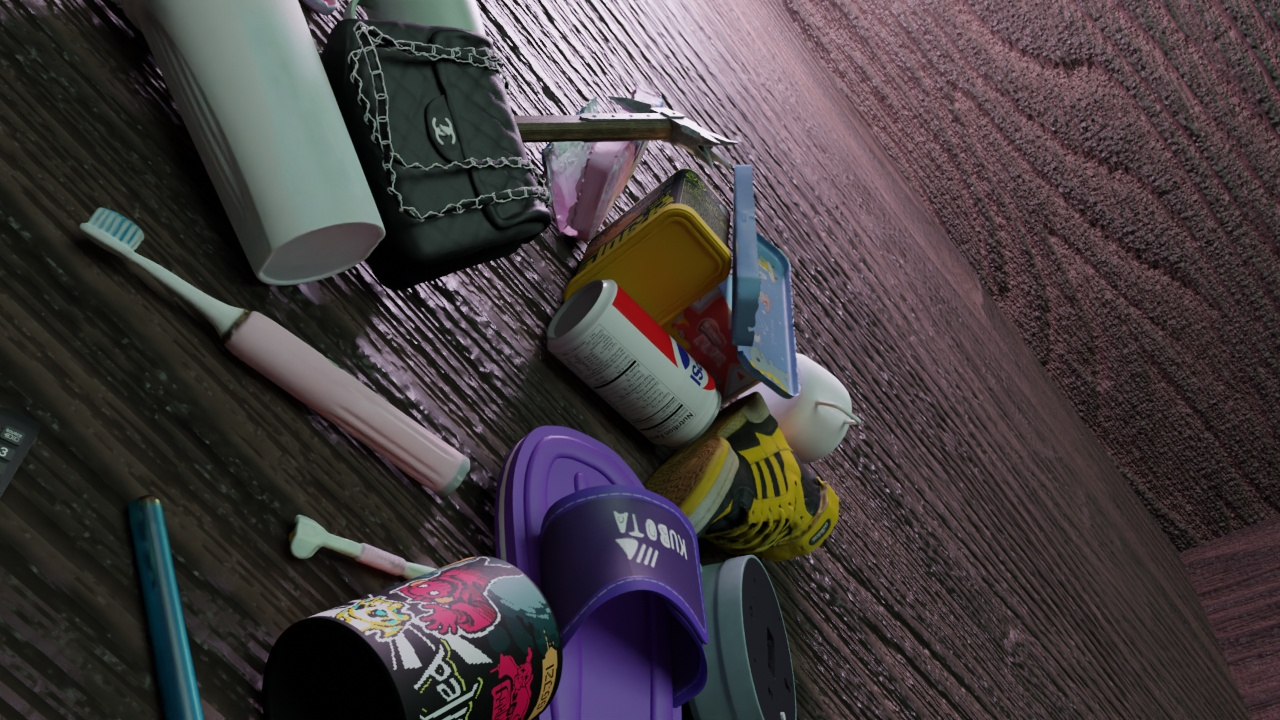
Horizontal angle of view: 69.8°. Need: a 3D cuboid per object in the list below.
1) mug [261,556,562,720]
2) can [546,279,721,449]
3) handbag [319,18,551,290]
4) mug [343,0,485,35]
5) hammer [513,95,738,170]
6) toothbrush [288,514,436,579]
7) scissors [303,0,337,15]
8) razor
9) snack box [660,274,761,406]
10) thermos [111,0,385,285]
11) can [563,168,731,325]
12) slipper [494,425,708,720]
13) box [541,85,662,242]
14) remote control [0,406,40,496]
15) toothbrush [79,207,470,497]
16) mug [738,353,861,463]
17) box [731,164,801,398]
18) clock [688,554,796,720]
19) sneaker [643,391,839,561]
[{"bbox_3d":[-0.094,0.155,0.396,0.098,0.082,0.118,-7,94,-60],"label":"mug"},{"bbox_3d":[-0.004,0.004,0.697,0.132,0.070,0.070,43,30,-23],"label":"can"},{"bbox_3d":[-0.118,-0.138,0.566,0.124,0.115,0.153,-18,84,-35],"label":"handbag"},{"bbox_3d":[-0.168,-0.239,0.691,0.111,0.084,0.104,-22,93,-45],"label":"mug"},{"bbox_3d":[-0.084,-0.180,0.709,0.316,0.028,0.147,-13,39,-41],"label":"hammer"},{"bbox_3d":[-0.110,0.112,0.471,0.154,0.015,0.022,33,37,-38],"label":"toothbrush"},{"bbox_3d":[-0.246,-0.324,0.727,0.176,0.013,0.170,12,48,-51],"label":"scissors"},{"bbox_3d":[-0.179,0.118,0.352,0.042,0.022,0.143,-14,63,-23],"label":"razor"},{"bbox_3d":[0.064,-0.012,0.798,0.093,0.095,0.079,61,28,7],"label":"snack box"},{"bbox_3d":[-0.219,-0.154,0.506,0.099,0.100,0.220,-9,72,-60],"label":"thermos"},{"bbox_3d":[0.009,-0.085,0.752,0.072,0.131,0.100,46,27,-19],"label":"can"},{"bbox_3d":[-0.008,0.147,0.471,0.107,0.084,0.266,17,53,-32],"label":"slipper"},{"bbox_3d":[-0.040,-0.194,0.855,0.071,0.085,0.229,24,32,-1],"label":"box"},{"bbox_3d":[-0.246,0.065,0.302,0.033,0.015,0.146,38,33,-32],"label":"remote control"},{"bbox_3d":[-0.178,0.001,0.468,0.222,0.027,0.026,42,59,-26],"label":"toothbrush"},{"bbox_3d":[0.150,0.045,0.856,0.068,0.116,0.094,32,73,-36],"label":"mug"},{"bbox_3d":[0.094,-0.068,0.762,0.208,0.043,0.125,-82,152,-51],"label":"box"},{"bbox_3d":[0.068,0.200,0.599,0.122,0.045,0.159,-81,152,-53],"label":"clock"},{"bbox_3d":[0.076,0.113,0.689,0.122,0.086,0.238,53,26,-2],"label":"sneaker"}]
